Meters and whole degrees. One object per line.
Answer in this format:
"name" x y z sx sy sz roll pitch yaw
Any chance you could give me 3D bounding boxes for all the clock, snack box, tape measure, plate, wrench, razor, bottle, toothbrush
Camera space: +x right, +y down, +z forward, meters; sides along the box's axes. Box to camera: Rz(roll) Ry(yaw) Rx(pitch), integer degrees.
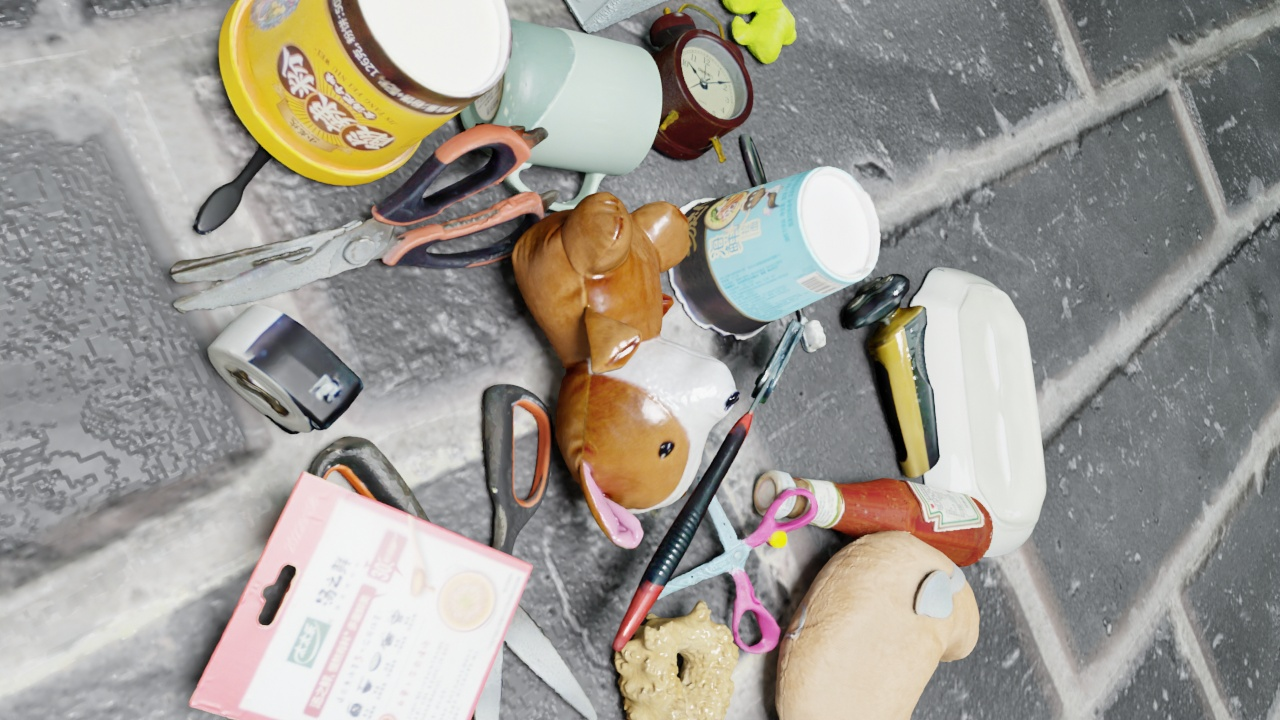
"clock" 0.038 -0.205 0.669 0.082 0.055 0.121 20 66 -31
"snack box" -0.134 0.130 0.453 0.127 0.044 0.113 29 74 -22
"tape measure" -0.178 0.005 0.453 0.066 0.066 0.033 47 58 -20
"plate" 0.312 0.041 0.825 0.161 0.034 0.265 8 74 -35
"wrench" 0.050 0.066 0.584 0.016 0.056 0.272 29 54 7
"razor" 0.210 0.014 0.753 0.067 0.062 0.167 -13 93 -8
"bottle" 0.177 0.117 0.695 0.206 0.060 0.059 14 71 -27
"toothbrush" 0.111 -0.093 0.722 0.015 0.018 0.181 -17 88 -35
"toothbrush" -0.192 -0.138 0.513 0.014 0.017 0.188 45 53 -31

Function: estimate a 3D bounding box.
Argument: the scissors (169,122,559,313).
"scissors" -0.140 -0.078 0.499 0.015 0.199 0.204 47 15 31

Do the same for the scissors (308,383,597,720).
"scissors" -0.089 0.114 0.520 0.221 0.022 0.227 36 60 -24

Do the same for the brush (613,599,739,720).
"brush" 0.016 0.274 0.553 0.083 0.046 0.254 12 76 -32

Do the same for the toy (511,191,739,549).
"toy" -0.003 0.003 0.551 0.140 0.131 0.199 -14 101 -62

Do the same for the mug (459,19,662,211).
"mug" -0.055 -0.150 0.579 0.106 0.082 0.112 -2 109 -37

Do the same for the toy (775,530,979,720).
"toy" 0.148 0.223 0.631 0.143 0.083 0.225 42 72 -14

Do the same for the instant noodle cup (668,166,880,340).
"instant noodle cup" 0.097 -0.080 0.641 0.111 0.121 0.111 10 73 -35

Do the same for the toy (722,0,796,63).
"toy" 0.093 -0.298 0.747 0.100 0.031 0.096 50 57 -17

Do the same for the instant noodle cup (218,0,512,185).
"instant noodle cup" -0.138 -0.164 0.480 0.118 0.115 0.118 12 73 -46

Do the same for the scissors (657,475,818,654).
"scissors" 0.070 0.135 0.618 0.133 0.017 0.134 -22 99 -19

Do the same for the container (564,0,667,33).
"container" -0.004 -0.295 0.639 0.111 0.090 0.090 -41 103 -33
